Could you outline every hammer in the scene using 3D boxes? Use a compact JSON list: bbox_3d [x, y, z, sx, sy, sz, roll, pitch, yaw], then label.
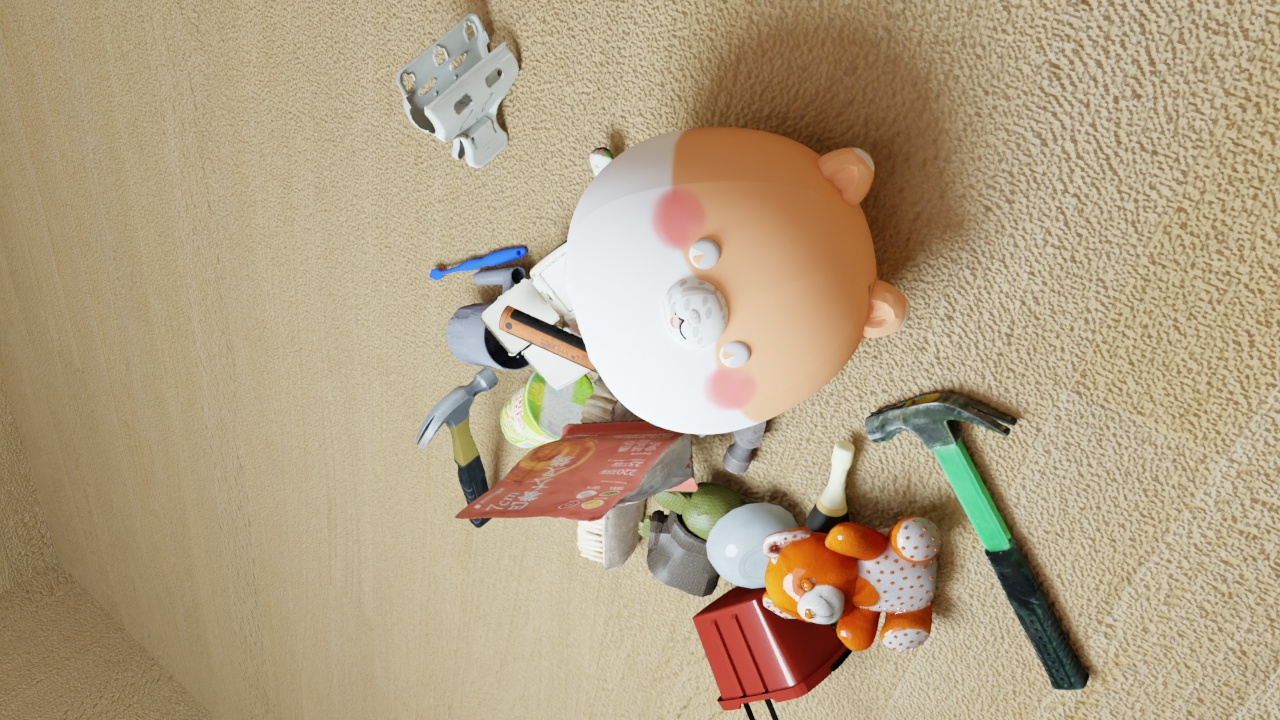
[{"bbox_3d":[0.339,0.173,0.867,0.131,0.032,0.319,-23,99,44],"label":"hammer"},{"bbox_3d":[-0.006,0.006,0.992,0.314,0.034,0.138,24,127,6],"label":"hammer"},{"bbox_3d":[-0.226,0.138,1.211,0.025,0.117,0.334,40,153,22],"label":"hammer"}]

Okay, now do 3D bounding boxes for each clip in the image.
[{"bbox_3d":[-0.180,-0.274,0.985,0.096,0.125,0.152,24,150,38],"label":"clip"}]

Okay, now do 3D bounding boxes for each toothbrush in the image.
[{"bbox_3d":[-0.206,-0.123,1.158,0.183,0.018,0.016,-8,108,39],"label":"toothbrush"}]

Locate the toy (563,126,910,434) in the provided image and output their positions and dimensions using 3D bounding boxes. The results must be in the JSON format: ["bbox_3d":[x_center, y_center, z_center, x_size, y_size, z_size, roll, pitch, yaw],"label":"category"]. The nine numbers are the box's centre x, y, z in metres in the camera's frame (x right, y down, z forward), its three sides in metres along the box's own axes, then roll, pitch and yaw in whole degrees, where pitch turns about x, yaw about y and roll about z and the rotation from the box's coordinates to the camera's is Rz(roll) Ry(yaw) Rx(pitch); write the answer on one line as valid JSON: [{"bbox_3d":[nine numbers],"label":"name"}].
[{"bbox_3d":[0.075,-0.071,0.788,0.281,0.265,0.263,-12,104,24],"label":"toy"}]

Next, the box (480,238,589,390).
[{"bbox_3d":[-0.078,-0.048,1.030,0.184,0.050,0.143,-32,102,37],"label":"box"}]

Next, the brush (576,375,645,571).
[{"bbox_3d":[-0.033,0.141,1.115,0.057,0.083,0.272,22,127,28],"label":"brush"}]

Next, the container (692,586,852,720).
[{"bbox_3d":[0.160,0.359,1.049,0.148,0.126,0.201,-32,82,44],"label":"container"}]

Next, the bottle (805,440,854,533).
[{"bbox_3d":[0.199,0.162,0.963,0.045,0.045,0.185,23,126,28],"label":"bottle"}]

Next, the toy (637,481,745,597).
[{"bbox_3d":[0.069,0.204,1.069,0.179,0.078,0.153,21,125,-3],"label":"toy"}]

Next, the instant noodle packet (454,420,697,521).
[{"bbox_3d":[-0.060,0.122,0.924,0.165,0.220,0.084,-4,96,26],"label":"instant noodle packet"}]

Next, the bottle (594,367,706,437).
[{"bbox_3d":[0.022,0.027,0.934,0.131,0.061,0.061,44,123,-5],"label":"bottle"}]

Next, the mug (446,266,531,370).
[{"bbox_3d":[-0.179,-0.052,1.127,0.104,0.083,0.124,4,92,52],"label":"mug"}]

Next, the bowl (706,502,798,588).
[{"bbox_3d":[0.128,0.210,1.005,0.106,0.039,0.106,-4,119,-8],"label":"bowl"}]

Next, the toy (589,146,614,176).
[{"bbox_3d":[-0.025,-0.163,0.969,0.079,0.037,0.123,22,131,16],"label":"toy"}]

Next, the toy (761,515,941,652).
[{"bbox_3d":[0.209,0.220,0.916,0.172,0.092,0.164,-3,122,7],"label":"toy"}]

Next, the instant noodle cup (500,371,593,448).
[{"bbox_3d":[-0.122,0.064,1.143,0.108,0.098,0.099,-27,95,52],"label":"instant noodle cup"}]
